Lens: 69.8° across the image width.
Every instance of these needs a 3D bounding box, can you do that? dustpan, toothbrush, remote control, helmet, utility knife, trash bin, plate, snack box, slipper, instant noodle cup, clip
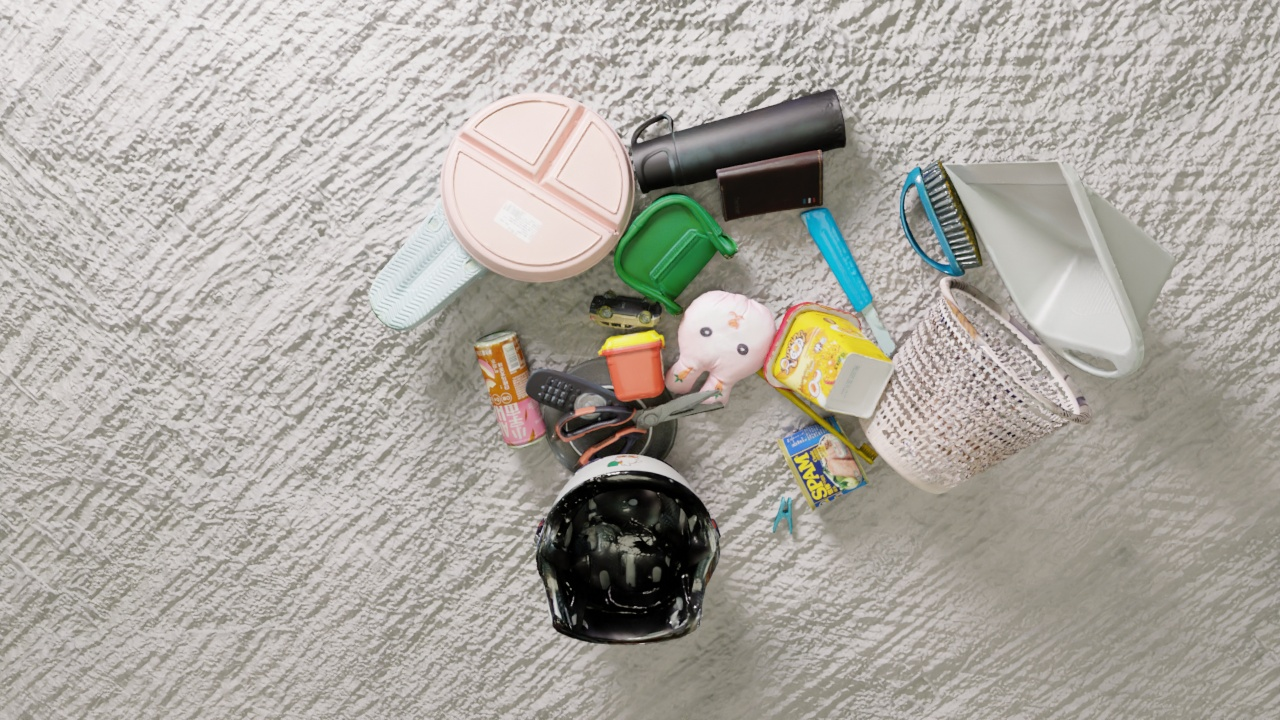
[{"bbox_3d":[0.460,-0.096,1.028,0.257,0.222,0.142,27,94,-16],"label":"dustpan"},{"bbox_3d":[0.219,0.064,1.155,0.190,0.016,0.016,40,85,15],"label":"toothbrush"},{"bbox_3d":[-0.080,0.045,1.169,0.136,0.024,0.053,22,114,-14],"label":"remote control"},{"bbox_3d":[-0.018,0.225,1.178,0.230,0.156,0.274,-2,113,-2],"label":"helmet"},{"bbox_3d":[0.263,-0.095,1.138,0.034,0.018,0.216,-27,104,20],"label":"utility knife"},{"bbox_3d":[0.376,0.045,1.089,0.227,0.226,0.193,37,118,-8],"label":"trash bin"},{"bbox_3d":[-0.120,-0.206,1.075,0.229,0.028,0.229,0,86,-4],"label":"plate"},{"bbox_3d":[-0.007,0.007,1.140,0.082,0.091,0.080,-9,95,4],"label":"snack box"},{"bbox_3d":[-0.227,-0.135,1.119,0.104,0.074,0.245,43,88,-1],"label":"slipper"},{"bbox_3d":[0.229,0.005,1.101,0.116,0.123,0.116,13,109,-28],"label":"instant noodle cup"},{"bbox_3d":[0.195,0.209,1.240,0.038,0.013,0.055,6,109,0],"label":"clip"},{"bbox_3d":[-0.040,0.084,1.208,0.179,0.024,0.179,1,108,3],"label":"plate"}]

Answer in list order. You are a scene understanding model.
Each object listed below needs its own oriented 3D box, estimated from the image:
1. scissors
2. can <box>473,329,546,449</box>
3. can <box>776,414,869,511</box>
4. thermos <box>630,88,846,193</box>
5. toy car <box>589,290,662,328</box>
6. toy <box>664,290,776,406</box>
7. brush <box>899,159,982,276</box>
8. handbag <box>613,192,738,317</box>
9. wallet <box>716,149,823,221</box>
[{"bbox_3d":[-0.001,0.087,1.175,0.202,0.015,0.205,19,118,-16],"label":"scissors"},{"bbox_3d":[-0.167,0.037,1.182,0.058,0.057,0.147,-13,106,7],"label":"can"},{"bbox_3d":[0.237,0.132,1.191,0.083,0.057,0.102,-27,104,8],"label":"can"},{"bbox_3d":[0.110,-0.264,1.071,0.243,0.068,0.090,-12,87,7],"label":"thermos"},{"bbox_3d":[-0.018,-0.060,1.153,0.090,0.042,0.035,6,129,6],"label":"toy car"},{"bbox_3d":[0.099,-0.011,1.158,0.121,0.054,0.160,23,113,-4],"label":"toy"},{"bbox_3d":[0.352,-0.164,1.095,0.074,0.055,0.144,-21,106,25],"label":"brush"},{"bbox_3d":[0.038,-0.131,1.112,0.120,0.068,0.131,39,104,-7],"label":"handbag"},{"bbox_3d":[0.154,-0.204,1.083,0.122,0.020,0.096,-9,151,6],"label":"wallet"}]
